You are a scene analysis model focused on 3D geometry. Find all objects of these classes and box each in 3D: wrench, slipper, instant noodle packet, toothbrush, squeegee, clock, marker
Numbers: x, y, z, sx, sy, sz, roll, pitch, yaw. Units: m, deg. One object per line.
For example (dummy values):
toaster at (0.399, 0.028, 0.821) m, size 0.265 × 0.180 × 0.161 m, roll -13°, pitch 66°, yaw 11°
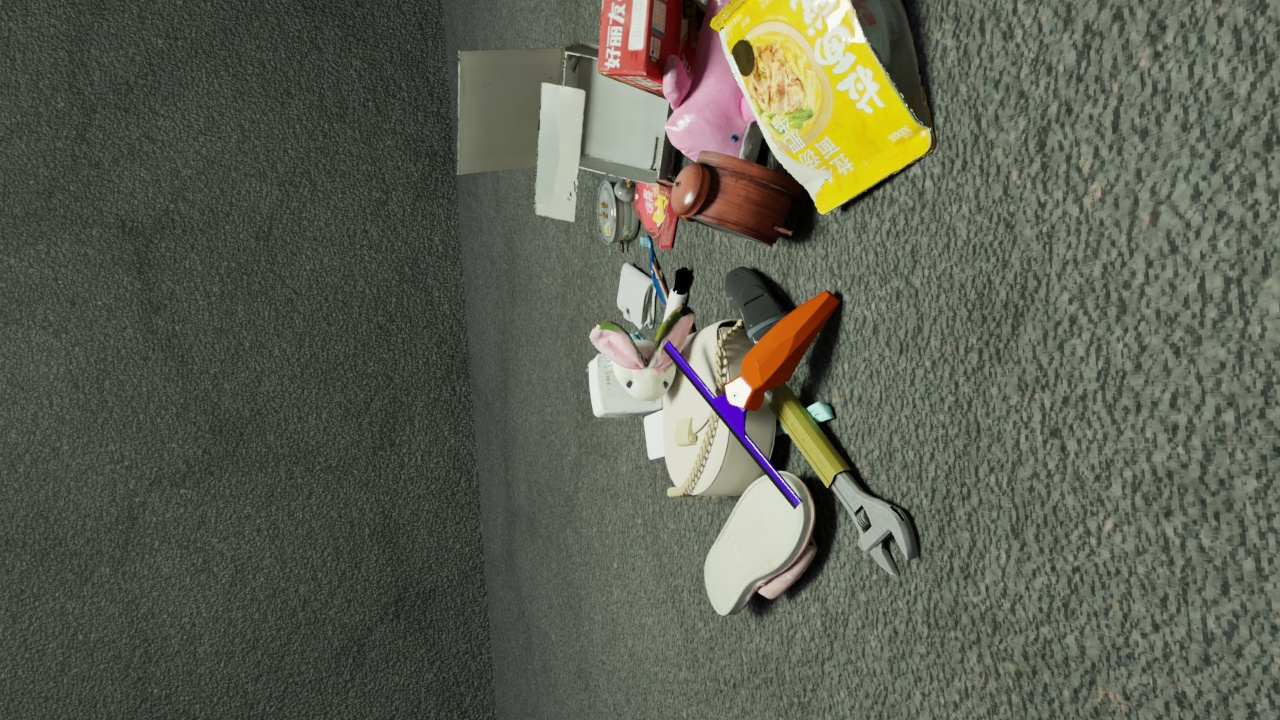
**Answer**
wrench at (0.194, 0.105, 0.940) m, size 0.084 × 0.018 × 0.273 m, roll 98°, pitch 152°, yaw -43°
slipper at (0.144, 0.219, 1.075) m, size 0.275 × 0.054 × 0.114 m, roll 118°, pitch 143°, yaw -50°
instant noodle packet at (0.174, -0.263, 0.854) m, size 0.163 × 0.084 × 0.221 m, roll -27°, pitch 84°, yaw 58°
toothbrush at (0.021, -0.138, 1.396) m, size 0.022 × 0.017 × 0.135 m, roll 113°, pitch 147°, yaw -55°
squeegee at (0.140, 0.000, 0.965) m, size 0.185 × 0.055 × 0.249 m, roll -50°, pitch 57°, yaw 19°
clock at (-0.036, -0.247, 1.475) m, size 0.148 × 0.056 × 0.103 m, roll 116°, pitch 144°, yaw -58°
clock at (0.093, -0.176, 0.988) m, size 0.120 × 0.158 × 0.072 m, roll -35°, pitch -36°, yaw -82°
marker at (0.051, -0.079, 1.316) m, size 0.025 × 0.025 × 0.126 m, roll -115°, pitch 29°, yaw -45°

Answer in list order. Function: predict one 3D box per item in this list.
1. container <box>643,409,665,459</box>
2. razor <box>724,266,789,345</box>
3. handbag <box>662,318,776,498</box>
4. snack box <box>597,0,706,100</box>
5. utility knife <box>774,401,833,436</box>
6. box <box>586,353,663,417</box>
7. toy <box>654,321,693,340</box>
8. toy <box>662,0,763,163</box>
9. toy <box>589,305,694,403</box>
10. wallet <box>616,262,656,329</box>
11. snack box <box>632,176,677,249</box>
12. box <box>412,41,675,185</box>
container at (0.047, 0.105, 1.323) m, size 0.129 × 0.049 × 0.080 m, roll 149°, pitch 115°, yaw -68°
razor at (0.136, -0.061, 1.062) m, size 0.064 × 0.053 × 0.140 m, roll 60°, pitch -175°, yaw -36°
handbag at (0.098, 0.063, 1.134) m, size 0.211 × 0.103 × 0.208 m, roll 156°, pitch 116°, yaw -69°
snack box at (0.025, -0.375, 1.076) m, size 0.235 × 0.060 × 0.113 m, roll -21°, pitch -63°, yaw -67°
utility knife at (0.177, 0.067, 1.017) m, size 0.022 × 0.015 × 0.129 m, roll 58°, pitch 158°, yaw 4°
box at (-0.037, 0.034, 1.457) m, size 0.137 × 0.108 × 0.124 m, roll 143°, pitch 122°, yaw -65°
toy at (0.046, -0.008, 1.305) m, size 0.090 × 0.051 × 0.110 m, roll -128°, pitch 41°, yaw -53°
toy at (0.082, -0.324, 1.033) m, size 0.186 × 0.127 × 0.266 m, roll -135°, pitch 44°, yaw -65°
toy at (-0.007, 0.007, 1.176) m, size 0.206 × 0.131 × 0.105 m, roll 140°, pitch 121°, yaw -74°
wallet at (-0.009, -0.103, 1.465) m, size 0.116 × 0.032 × 0.086 m, roll -138°, pitch 50°, yaw -63°
snack box at (0.023, -0.236, 1.365) m, size 0.133 × 0.021 × 0.089 m, roll -119°, pitch 32°, yaw -49°
box at (-0.125, -0.338, 1.248) m, size 0.150 × 0.368 × 0.167 m, roll -123°, pitch 35°, yaw -53°
